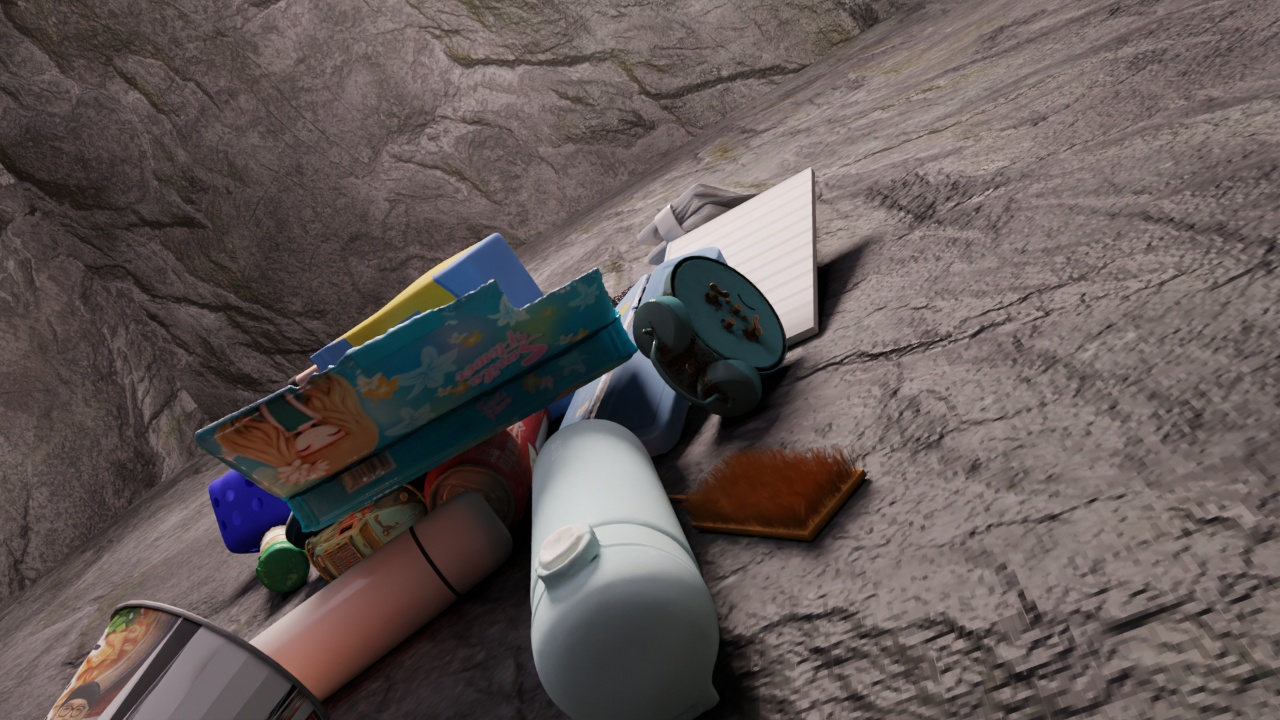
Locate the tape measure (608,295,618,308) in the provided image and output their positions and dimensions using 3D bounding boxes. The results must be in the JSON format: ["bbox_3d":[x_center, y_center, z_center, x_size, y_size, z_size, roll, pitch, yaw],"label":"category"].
[{"bbox_3d":[-0.047,-0.043,0.895,0.062,0.067,0.038,-38,-19,-51],"label":"tape measure"}]

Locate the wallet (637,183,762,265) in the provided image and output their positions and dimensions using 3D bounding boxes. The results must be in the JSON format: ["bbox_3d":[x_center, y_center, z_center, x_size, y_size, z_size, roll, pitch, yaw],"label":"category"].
[{"bbox_3d":[0.071,-0.129,0.852,0.118,0.037,0.116,1,-31,-48],"label":"wallet"}]

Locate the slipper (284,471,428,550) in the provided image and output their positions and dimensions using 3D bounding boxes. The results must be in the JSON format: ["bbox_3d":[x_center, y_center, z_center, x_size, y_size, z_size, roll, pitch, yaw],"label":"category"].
[{"bbox_3d":[-0.206,0.059,0.708,0.118,0.060,0.296,-8,-29,-35],"label":"slipper"}]

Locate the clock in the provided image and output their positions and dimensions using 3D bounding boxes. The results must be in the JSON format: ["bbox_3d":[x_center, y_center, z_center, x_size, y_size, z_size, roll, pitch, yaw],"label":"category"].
[{"bbox_3d":[0.040,-0.011,0.554,0.053,0.090,0.124,-47,2,38],"label":"clock"}]

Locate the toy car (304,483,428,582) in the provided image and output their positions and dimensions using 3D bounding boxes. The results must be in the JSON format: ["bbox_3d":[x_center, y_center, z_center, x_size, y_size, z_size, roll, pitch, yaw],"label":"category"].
[{"bbox_3d":[-0.204,0.137,0.677,0.112,0.047,0.047,-31,14,15],"label":"toy car"}]

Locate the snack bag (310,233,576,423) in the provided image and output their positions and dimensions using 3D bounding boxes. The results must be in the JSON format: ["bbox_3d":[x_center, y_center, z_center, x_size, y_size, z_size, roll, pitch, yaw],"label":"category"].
[{"bbox_3d":[-0.168,0.011,0.793,0.206,0.159,0.102,-30,13,21],"label":"snack bag"}]

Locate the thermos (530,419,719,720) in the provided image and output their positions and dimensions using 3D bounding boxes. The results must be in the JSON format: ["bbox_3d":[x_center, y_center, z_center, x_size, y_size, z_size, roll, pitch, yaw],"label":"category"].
[{"bbox_3d":[-0.014,0.079,0.392,0.065,0.078,0.207,-34,12,0],"label":"thermos"}]

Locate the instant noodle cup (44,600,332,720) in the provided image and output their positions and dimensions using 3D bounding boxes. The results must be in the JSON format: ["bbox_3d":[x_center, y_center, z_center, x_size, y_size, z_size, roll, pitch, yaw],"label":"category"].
[{"bbox_3d":[-0.222,0.194,0.402,0.124,0.123,0.121,-22,27,38],"label":"instant noodle cup"}]

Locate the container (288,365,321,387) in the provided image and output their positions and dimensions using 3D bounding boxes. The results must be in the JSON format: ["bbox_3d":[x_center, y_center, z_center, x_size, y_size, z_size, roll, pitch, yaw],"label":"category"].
[{"bbox_3d":[-0.328,0.009,1.220,0.163,0.130,0.240,-27,15,23],"label":"container"}]

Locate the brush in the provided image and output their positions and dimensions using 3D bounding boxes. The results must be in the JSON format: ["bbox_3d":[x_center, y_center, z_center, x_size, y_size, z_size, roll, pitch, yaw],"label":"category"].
[{"bbox_3d":[0.046,0.061,0.433,0.048,0.017,0.127,-41,16,-29],"label":"brush"}]

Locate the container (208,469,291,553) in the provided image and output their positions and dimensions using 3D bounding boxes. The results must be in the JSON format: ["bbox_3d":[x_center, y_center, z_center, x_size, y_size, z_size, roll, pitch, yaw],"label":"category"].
[{"bbox_3d":[-0.355,0.132,0.917,0.114,0.085,0.084,-31,-18,17],"label":"container"}]

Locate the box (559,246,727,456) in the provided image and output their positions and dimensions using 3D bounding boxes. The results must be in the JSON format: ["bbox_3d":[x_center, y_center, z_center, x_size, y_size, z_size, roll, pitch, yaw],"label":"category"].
[{"bbox_3d":[-0.008,0.000,0.649,0.128,0.034,0.208,-25,29,35],"label":"box"}]

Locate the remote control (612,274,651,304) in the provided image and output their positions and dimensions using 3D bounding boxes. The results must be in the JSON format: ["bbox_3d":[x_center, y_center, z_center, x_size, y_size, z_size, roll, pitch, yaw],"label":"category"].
[{"bbox_3d":[0.028,-0.087,0.978,0.151,0.022,0.047,-29,15,25],"label":"remote control"}]

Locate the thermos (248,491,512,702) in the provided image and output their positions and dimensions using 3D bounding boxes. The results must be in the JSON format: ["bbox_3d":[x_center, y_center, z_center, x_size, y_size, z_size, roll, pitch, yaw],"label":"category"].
[{"bbox_3d":[-0.174,0.157,0.528,0.224,0.052,0.052,-36,14,-10],"label":"thermos"}]

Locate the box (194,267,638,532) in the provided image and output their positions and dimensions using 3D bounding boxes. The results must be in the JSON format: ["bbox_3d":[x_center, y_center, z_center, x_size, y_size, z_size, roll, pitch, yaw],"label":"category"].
[{"bbox_3d":[-0.113,0.022,0.542,0.227,0.071,0.182,-29,-7,-4],"label":"box"}]

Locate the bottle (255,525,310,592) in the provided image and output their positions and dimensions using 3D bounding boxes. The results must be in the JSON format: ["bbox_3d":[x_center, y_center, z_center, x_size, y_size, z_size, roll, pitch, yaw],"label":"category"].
[{"bbox_3d":[-0.320,0.175,0.820,0.043,0.043,0.111,-38,14,-17],"label":"bottle"}]

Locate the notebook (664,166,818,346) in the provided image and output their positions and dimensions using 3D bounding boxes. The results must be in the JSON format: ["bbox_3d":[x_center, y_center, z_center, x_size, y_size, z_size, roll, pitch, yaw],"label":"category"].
[{"bbox_3d":[0.068,-0.060,0.695,0.143,0.009,0.209,-26,32,28],"label":"notebook"}]

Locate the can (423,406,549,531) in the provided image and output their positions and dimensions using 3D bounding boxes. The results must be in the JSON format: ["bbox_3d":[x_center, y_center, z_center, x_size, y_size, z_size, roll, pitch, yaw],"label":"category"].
[{"bbox_3d":[-0.105,0.067,0.650,0.067,0.067,0.170,-31,14,9],"label":"can"}]
